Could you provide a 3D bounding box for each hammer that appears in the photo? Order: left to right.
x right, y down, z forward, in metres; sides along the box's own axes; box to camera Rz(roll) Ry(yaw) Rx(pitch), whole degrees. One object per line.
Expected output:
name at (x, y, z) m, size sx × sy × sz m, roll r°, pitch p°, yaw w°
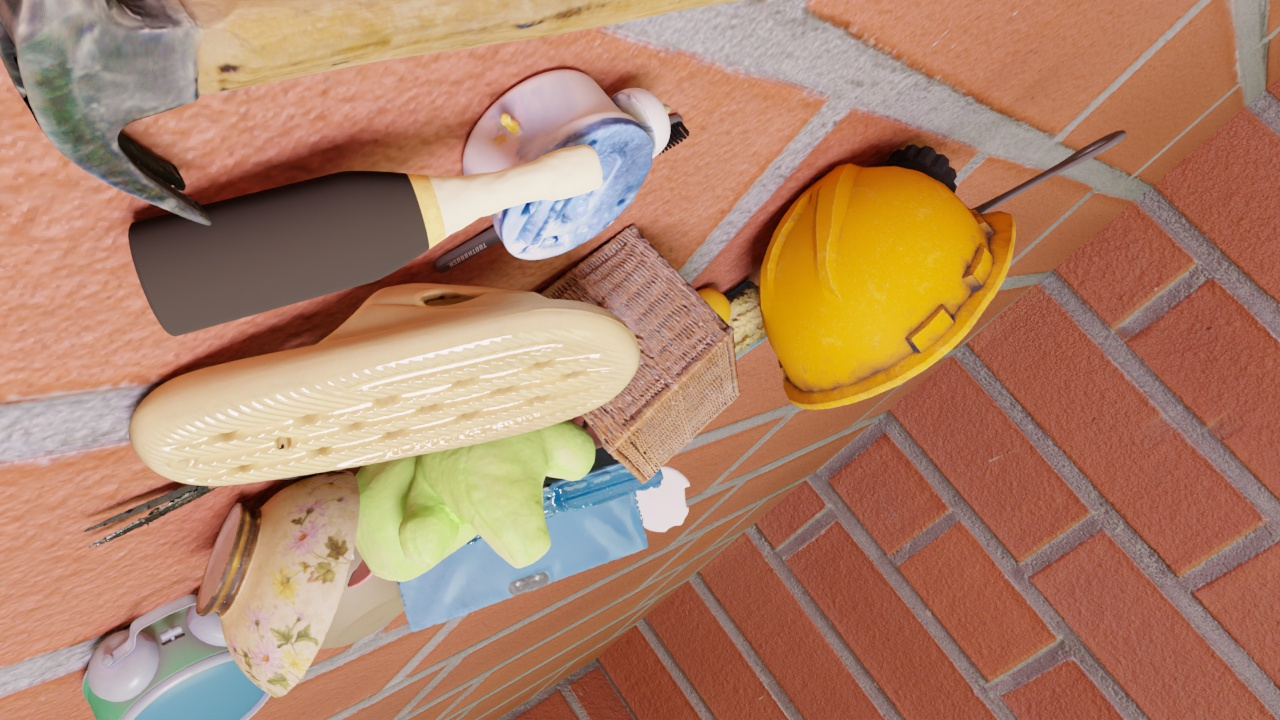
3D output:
hammer at (-0.056, -0.137, 0.355) m, size 0.329 × 0.033 × 0.132 m, roll -25°, pitch 157°, yaw -36°

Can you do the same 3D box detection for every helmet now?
helmet at (0.181, -0.089, 0.756) m, size 0.206 × 0.131 × 0.254 m, roll -15°, pitch -151°, yaw 52°

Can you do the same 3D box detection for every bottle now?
bottle at (-0.103, -0.058, 0.374) m, size 0.184 × 0.045 × 0.045 m, roll -18°, pitch 158°, yaw -16°

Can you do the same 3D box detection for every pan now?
pan at (0.290, -0.115, 0.885) m, size 0.356 × 0.024 × 0.215 m, roll -30°, pitch -165°, yaw 31°

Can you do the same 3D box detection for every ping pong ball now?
ping pong ball at (0.059, -0.043, 0.799) m, size 0.040 × 0.040 × 0.040 m, roll -33°, pitch 162°, yaw -12°

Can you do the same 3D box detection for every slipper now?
slipper at (-0.131, -0.001, 0.490) m, size 0.261 × 0.079 × 0.111 m, roll -12°, pitch 153°, yaw -14°

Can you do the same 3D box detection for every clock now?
clock at (-0.334, 0.220, 0.667) m, size 0.121 × 0.075 × 0.162 m, roll -24°, pitch 146°, yaw -34°
clock at (-0.032, -0.098, 0.463) m, size 0.125 × 0.052 × 0.089 m, roll -17°, pitch 153°, yaw -49°

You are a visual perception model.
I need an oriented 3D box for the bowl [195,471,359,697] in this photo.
bowl at (-0.237, 0.133, 0.585) m, size 0.063 × 0.145 × 0.146 m, roll 23°, pitch 126°, yaw -27°

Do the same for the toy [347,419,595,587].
toy at (-0.131, 0.084, 0.624) m, size 0.197 × 0.107 × 0.149 m, roll -14°, pitch -151°, yaw 33°

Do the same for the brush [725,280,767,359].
brush at (0.063, -0.016, 0.861) m, size 0.135 × 0.055 × 0.075 m, roll -35°, pitch -176°, yaw -8°

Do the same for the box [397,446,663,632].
box at (-0.091, 0.153, 0.775) m, size 0.231 × 0.112 × 0.094 m, roll -15°, pitch -173°, yaw -22°

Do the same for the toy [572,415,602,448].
toy at (-0.016, 0.050, 0.861) m, size 0.095 × 0.052 × 0.099 m, roll -7°, pitch 153°, yaw -32°

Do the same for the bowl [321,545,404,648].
bowl at (-0.253, 0.215, 0.833) m, size 0.152 × 0.050 × 0.152 m, roll -33°, pitch 162°, yaw -12°

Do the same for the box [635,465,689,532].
box at (-0.036, 0.160, 0.995) m, size 0.137 × 0.084 × 0.146 m, roll -15°, pitch 176°, yaw 43°

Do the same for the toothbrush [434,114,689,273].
toothbrush at (-0.044, -0.094, 0.520) m, size 0.167 × 0.013 × 0.013 m, roll -32°, pitch 162°, yaw -10°

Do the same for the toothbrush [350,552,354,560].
toothbrush at (-0.233, 0.149, 0.660) m, size 0.024 × 0.022 × 0.186 m, roll -20°, pitch 175°, yaw -32°

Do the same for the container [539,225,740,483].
container at (-0.004, 0.004, 0.677) m, size 0.112 × 0.114 × 0.198 m, roll -41°, pitch 165°, yaw -5°

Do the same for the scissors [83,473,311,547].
scissors at (-0.233, 0.059, 0.539) m, size 0.150 × 0.012 × 0.164 m, roll -45°, pitch 161°, yaw 20°
